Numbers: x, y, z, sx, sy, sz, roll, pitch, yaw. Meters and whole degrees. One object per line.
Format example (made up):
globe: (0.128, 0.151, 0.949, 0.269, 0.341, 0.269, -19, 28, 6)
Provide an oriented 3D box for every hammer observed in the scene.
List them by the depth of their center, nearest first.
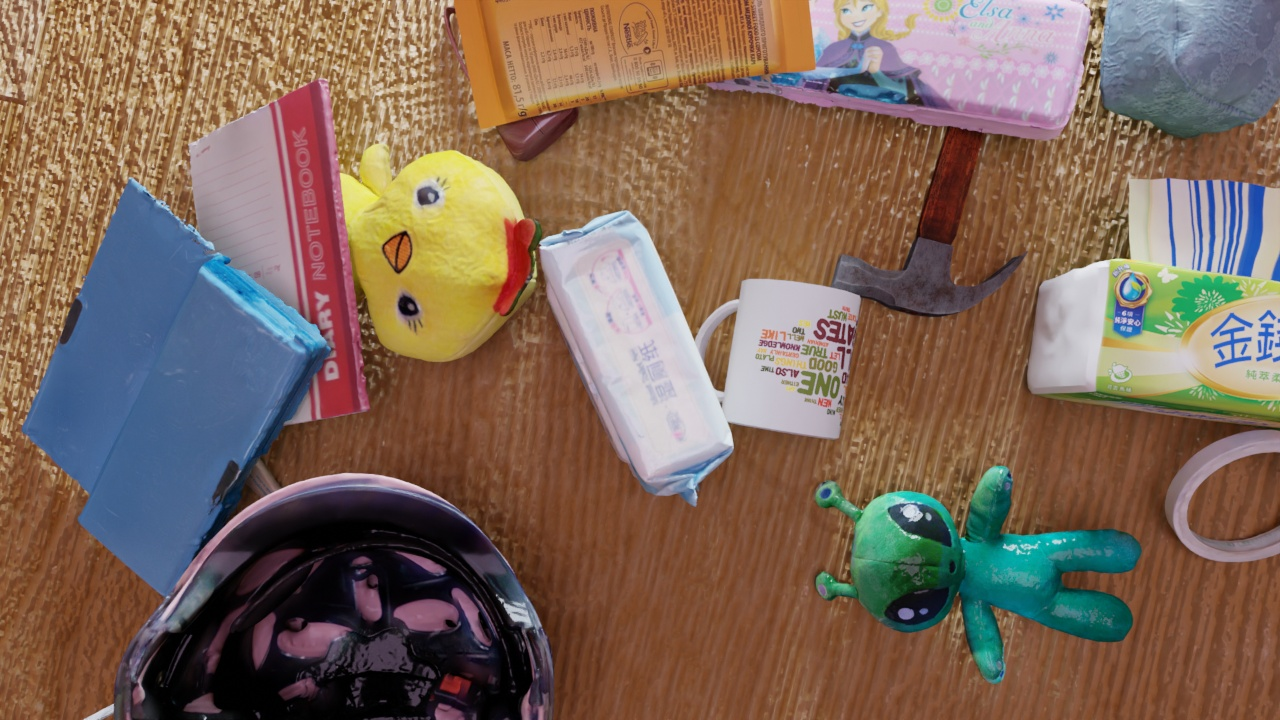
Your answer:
hammer: (0.219, -0.174, 0.597, 0.111, 0.028, 0.300, 16, 90, 6)

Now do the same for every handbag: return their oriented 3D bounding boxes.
handbag: (0.343, -0.234, 0.536, 0.121, 0.119, 0.192, 10, 86, -25)
handbag: (-0.097, -0.196, 0.626, 0.055, 0.029, 0.119, -39, 81, 5)

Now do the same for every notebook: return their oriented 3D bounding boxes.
notebook: (-0.241, -0.061, 0.603, 0.153, 0.012, 0.208, -10, 87, 35)

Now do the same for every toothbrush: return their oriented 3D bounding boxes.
toothbrush: (-0.281, 0.195, 0.551, 0.010, 0.181, 0.010, 7, 92, 10)

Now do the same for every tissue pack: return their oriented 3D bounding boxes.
tissue pack: (0.350, -0.036, 0.544, 0.197, 0.120, 0.141, 8, 88, -2)
tissue pack: (-0.003, 0.003, 0.567, 0.070, 0.112, 0.182, -22, 86, -5)

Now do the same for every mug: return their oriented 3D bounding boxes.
mug: (0.082, -0.002, 0.587, 0.105, 0.073, 0.089, 9, 89, 30)

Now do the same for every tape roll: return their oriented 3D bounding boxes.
tape roll: (0.374, 0.085, 0.564, 0.093, 0.013, 0.093, 2, 118, 3)

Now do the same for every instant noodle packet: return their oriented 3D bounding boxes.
instant noodle packet: (-0.011, -0.243, 0.568, 0.221, 0.032, 0.160, -7, 105, 10)

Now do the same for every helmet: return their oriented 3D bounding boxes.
helmet: (-0.167, 0.197, 0.553, 0.230, 0.153, 0.255, -7, 85, -8)

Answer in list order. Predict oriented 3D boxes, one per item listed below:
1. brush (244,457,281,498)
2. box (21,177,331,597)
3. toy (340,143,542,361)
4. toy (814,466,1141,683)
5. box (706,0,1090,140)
brush: (-0.234, 0.116, 0.634, 0.039, 0.012, 0.151, -43, 86, 2)
box: (-0.319, 0.024, 0.597, 0.174, 0.033, 0.232, 38, 113, 5)
toy: (-0.150, -0.072, 0.598, 0.208, 0.092, 0.134, 15, 92, 16)
toy: (0.203, 0.129, 0.575, 0.193, 0.072, 0.130, 6, 87, 14)
box: (0.166, -0.235, 0.583, 0.230, 0.035, 0.159, 14, 86, 15)
